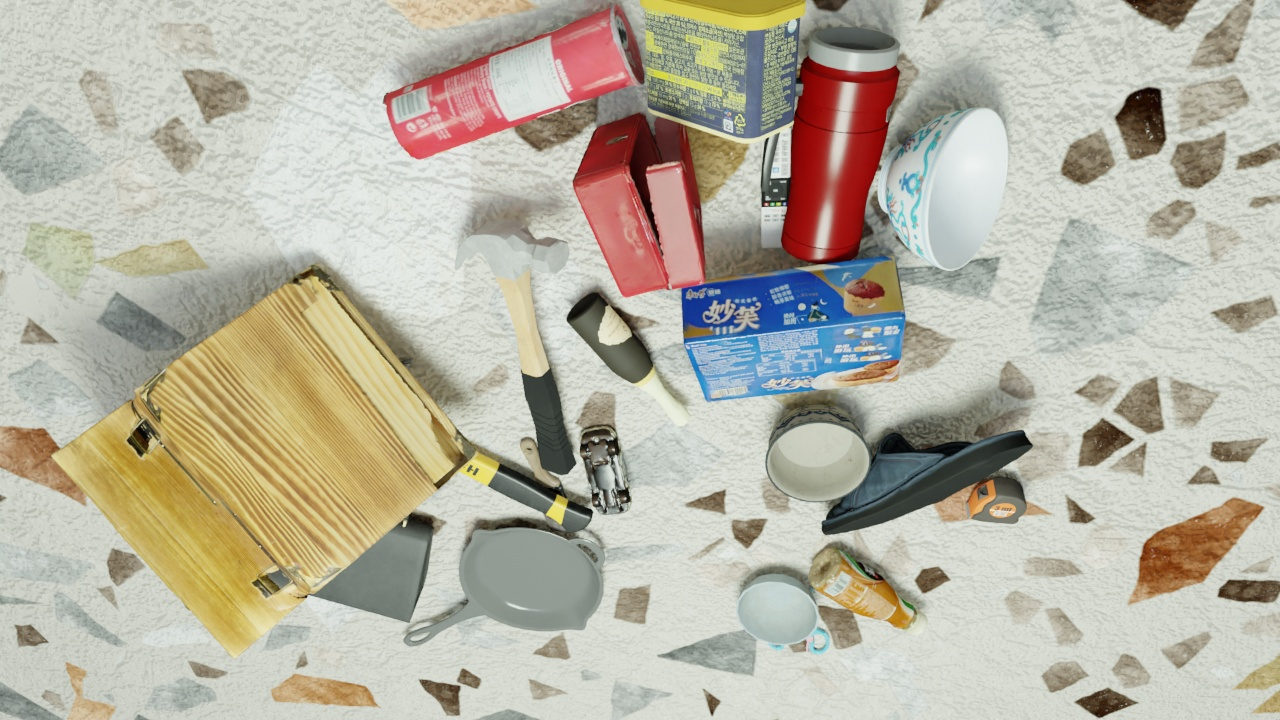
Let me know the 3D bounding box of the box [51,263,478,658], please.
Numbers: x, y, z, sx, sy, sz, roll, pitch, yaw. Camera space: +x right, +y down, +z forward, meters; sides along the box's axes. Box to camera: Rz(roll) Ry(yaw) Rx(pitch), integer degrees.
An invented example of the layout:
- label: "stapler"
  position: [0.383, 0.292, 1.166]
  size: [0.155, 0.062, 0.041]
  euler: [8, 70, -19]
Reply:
- label: "box"
  position: [-0.405, 0.109, 1.036]
  size: [0.335, 0.287, 0.279]
  euler: [-39, 96, -17]

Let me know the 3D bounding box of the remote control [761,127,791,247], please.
- label: "remote control"
  position: [0.132, -0.168, 0.899]
  size: [0.028, 0.011, 0.124]
  euler: [-1, 123, 6]

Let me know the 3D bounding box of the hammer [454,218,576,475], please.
- label: "hammer"
  position: [-0.117, -0.003, 1.000]
  size: [0.131, 0.039, 0.329]
  euler: [16, 134, 28]

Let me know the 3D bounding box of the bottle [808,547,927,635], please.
- label: "bottle"
  position: [0.292, 0.298, 1.159]
  size: [0.167, 0.059, 0.059]
  euler: [33, 120, -15]

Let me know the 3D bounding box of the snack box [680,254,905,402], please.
- label: "snack box"
  position: [0.153, -0.026, 0.916]
  size: [0.203, 0.069, 0.155]
  euler: [-7, 154, 11]

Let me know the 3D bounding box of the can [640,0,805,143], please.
- label: "can"
  position: [0.067, -0.256, 0.780]
  size: [0.135, 0.075, 0.104]
  euler: [30, 136, 37]

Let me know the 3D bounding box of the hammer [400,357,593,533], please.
- label: "hammer"
  position: [-0.202, 0.121, 1.105]
  size: [0.324, 0.034, 0.170]
  euler: [29, 120, -10]

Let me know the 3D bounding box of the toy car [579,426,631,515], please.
- label: "toy car"
  position: [-0.041, 0.131, 1.101]
  size: [0.048, 0.040, 0.113]
  euler: [-9, 104, 11]

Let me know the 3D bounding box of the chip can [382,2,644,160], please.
- label: "chip can"
  position: [-0.117, -0.249, 0.838]
  size: [0.233, 0.073, 0.073]
  euler: [-15, 120, 16]

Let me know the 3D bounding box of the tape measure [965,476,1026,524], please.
- label: "tape measure"
  position: [0.418, 0.161, 1.072]
  size: [0.058, 0.038, 0.059]
  euler: [4, 137, 4]

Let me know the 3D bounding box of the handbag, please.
- label: "handbag"
  position: [-0.354, 0.222, 1.178]
  size: [0.175, 0.072, 0.196]
  euler: [17, 119, -5]

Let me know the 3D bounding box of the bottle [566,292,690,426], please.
- label: "bottle"
  position: [-0.006, 0.006, 1.008]
  size: [0.045, 0.045, 0.184]
  euler: [-31, 115, 23]

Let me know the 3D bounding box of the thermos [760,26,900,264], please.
- label: "thermos"
  position: [0.166, -0.193, 0.836]
  size: [0.108, 0.083, 0.199]
  euler: [1, 125, -2]

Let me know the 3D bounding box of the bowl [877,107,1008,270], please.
- label: "bowl"
  position: [0.267, -0.160, 0.840]
  size: [0.074, 0.143, 0.144]
  euler: [22, 135, 41]

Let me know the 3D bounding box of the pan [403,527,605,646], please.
- label: "pan"
  position: [-0.193, 0.316, 1.243]
  size: [0.355, 0.024, 0.216]
  euler: [-31, 115, 23]

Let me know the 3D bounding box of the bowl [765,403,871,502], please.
- label: "bowl"
  position: [0.199, 0.098, 1.038]
  size: [0.115, 0.059, 0.116]
  euler: [3, 123, 4]

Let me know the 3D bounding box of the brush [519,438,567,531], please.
- label: "brush"
  position: [-0.116, 0.157, 1.138]
  size: [0.039, 0.012, 0.151]
  euler: [-10, 121, 13]

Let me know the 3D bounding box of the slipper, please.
- label: "slipper"
  position: [0.307, 0.120, 1.039]
  size: [0.108, 0.083, 0.266]
  euler: [1, 149, -42]

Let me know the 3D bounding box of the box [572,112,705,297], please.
- label: "box"
  position: [0.006, -0.147, 0.842]
  size: [0.098, 0.157, 0.130]
  euler: [-14, 119, 10]

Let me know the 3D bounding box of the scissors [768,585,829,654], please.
- label: "scissors"
  position: [0.203, 0.347, 1.234]
  size: [0.095, 0.015, 0.142]
  euler: [-10, 115, 12]

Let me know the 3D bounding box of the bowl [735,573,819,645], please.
- label: "bowl"
  position: [0.179, 0.316, 1.190]
  size: [0.106, 0.039, 0.106]
  euler: [6, 119, 11]
